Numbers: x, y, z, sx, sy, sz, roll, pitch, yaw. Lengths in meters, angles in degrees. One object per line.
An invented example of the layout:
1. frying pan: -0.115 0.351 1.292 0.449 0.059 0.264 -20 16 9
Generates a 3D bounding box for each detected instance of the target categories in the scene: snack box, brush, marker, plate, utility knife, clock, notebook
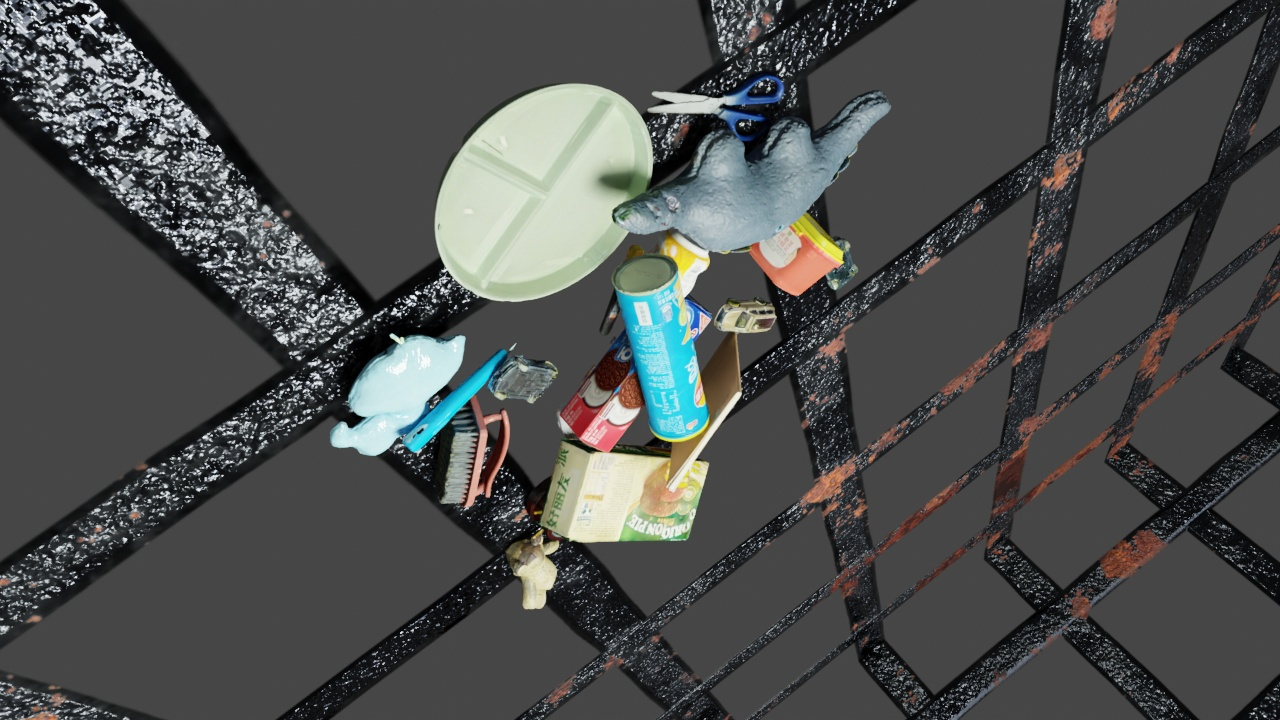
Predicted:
1. snack box: -0.015 0.169 1.183 0.239 0.063 0.114 11 95 -49
2. brush: -0.188 0.109 1.026 0.069 0.063 0.146 -3 133 -24
3. marker: -0.023 -0.077 1.024 0.018 0.015 0.124 -9 137 -36
4. snack box: -0.006 0.006 1.073 0.057 0.058 0.207 31 99 -43
5. plate: -0.090 -0.155 0.860 0.229 0.027 0.231 -25 143 -21
6. utility knife: -0.185 0.036 0.956 0.160 0.018 0.034 -47 176 -24
7. snack box: 0.181 -0.132 1.094 0.080 0.091 0.082 -45 146 18
8. clock: -0.093 0.187 1.209 0.121 0.055 0.082 -22 141 -28
9. notebook: 0.079 0.053 1.137 0.012 0.211 0.150 30 111 -8

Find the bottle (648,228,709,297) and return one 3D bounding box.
1. bottle: 0.027 -0.091 1.011 0.063 0.063 0.109 10 123 -48

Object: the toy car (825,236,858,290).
1. toy car: 0.258 -0.130 1.214 0.043 0.034 0.090 -38 143 0

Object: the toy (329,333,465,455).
1. toy: -0.239 0.030 0.902 0.161 0.050 0.156 -30 155 -14

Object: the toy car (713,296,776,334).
1. toy car: 0.134 -0.056 1.178 0.090 0.035 0.042 -3 129 -38

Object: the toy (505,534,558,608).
1. toy: -0.149 0.296 1.279 0.157 0.066 0.104 85 28 -54

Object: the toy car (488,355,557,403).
1. toy car: -0.130 0.018 1.003 0.049 0.031 0.105 -52 159 11

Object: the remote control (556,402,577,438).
1. remote control: -0.041 0.049 1.137 0.135 0.020 0.056 -28 142 -16

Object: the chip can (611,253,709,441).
1. chip can: 0.025 -0.010 0.993 0.071 0.071 0.210 -29 130 -17

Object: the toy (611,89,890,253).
1. toy: 0.115 -0.183 0.965 0.355 0.091 0.138 -25 148 -24

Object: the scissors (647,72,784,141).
1. scissors: 0.074 -0.249 0.929 0.173 0.012 0.126 -29 143 -15
